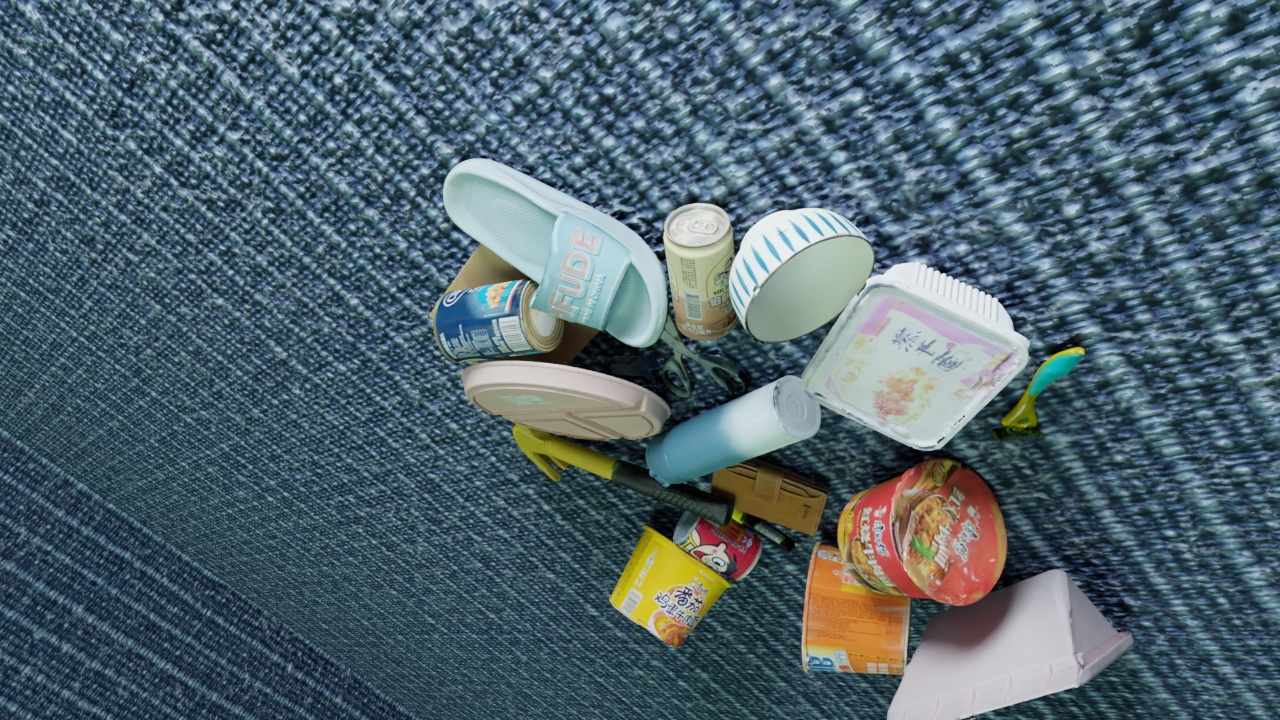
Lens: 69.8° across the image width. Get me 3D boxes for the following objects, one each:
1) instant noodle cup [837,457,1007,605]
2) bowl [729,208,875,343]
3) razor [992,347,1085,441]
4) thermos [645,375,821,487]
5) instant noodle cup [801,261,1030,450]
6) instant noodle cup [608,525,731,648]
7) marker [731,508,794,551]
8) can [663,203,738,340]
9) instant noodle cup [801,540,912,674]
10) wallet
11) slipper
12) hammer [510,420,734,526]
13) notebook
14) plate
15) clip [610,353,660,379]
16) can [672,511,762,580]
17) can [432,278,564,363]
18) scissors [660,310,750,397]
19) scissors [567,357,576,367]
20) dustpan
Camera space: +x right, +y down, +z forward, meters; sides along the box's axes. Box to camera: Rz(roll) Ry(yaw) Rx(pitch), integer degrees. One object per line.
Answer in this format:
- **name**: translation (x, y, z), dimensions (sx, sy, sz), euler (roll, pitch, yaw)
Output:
- **instant noodle cup**: translation (0.271, 0.173, 0.905), dimensions (0.138, 0.137, 0.109), euler (36, 153, -11)
- **bowl**: translation (0.119, -0.076, 0.728), dimensions (0.117, 0.116, 0.066), euler (95, 151, -52)
- **razor**: translation (0.334, 0.025, 0.759), dimensions (0.043, 0.028, 0.133), euler (1, 145, -2)
- **thermos**: translation (0.087, 0.077, 0.956), dimensions (0.070, 0.070, 0.221), euler (41, 142, -17)
- **instant noodle cup**: translation (0.226, -0.009, 0.763), dimensions (0.138, 0.060, 0.174), euler (26, 143, 4)
- **instant noodle cup**: translation (0.033, 0.297, 1.190), dimensions (0.138, 0.109, 0.138), euler (33, 170, 6)
- **marker**: translation (0.136, 0.198, 1.115), dimensions (0.124, 0.018, 0.015), euler (33, 146, -8)
- **can**: translation (0.054, -0.075, 0.798), dimensions (0.058, 0.058, 0.116), euler (13, 142, 21)
- **instant noodle cup**: translation (0.251, 0.289, 1.050), dimensions (0.111, 0.151, 0.151), euler (3, 138, 18)
- **wallet**: translation (0.144, 0.145, 1.037), dimensions (0.131, 0.035, 0.119), euler (18, 150, 15)
- **slipper**: translation (-0.081, -0.095, 0.830), dimensions (0.245, 0.074, 0.104), euler (33, 134, 5)
- **hammer**: translation (-0.028, 0.134, 1.112), dimensions (0.301, 0.032, 0.129), euler (18, 147, 25)
- **notebook**: translation (-0.117, -0.058, 0.946), dimensions (0.149, 0.012, 0.212), euler (37, 134, -10)
- **plate**: translation (-0.082, 0.049, 0.992), dimensions (0.229, 0.028, 0.230), euler (9, 163, 3)
- **clip**: translation (-0.007, 0.006, 0.976), dimensions (0.058, 0.041, 0.026), euler (-2, 136, 38)
- **can**: translation (0.096, 0.221, 1.129), dimensions (0.094, 0.066, 0.067), euler (34, 144, -8)
- **can**: translation (-0.139, -0.039, 0.912), dimensions (0.111, 0.075, 0.075), euler (-6, 133, 29)
- **scissors**: translation (0.039, -0.014, 0.913), dimensions (0.175, 0.014, 0.160), euler (25, 147, -1)
- **scissors**: translation (-0.146, -0.029, 1.008), dimensions (0.181, 0.019, 0.170), euler (10, 136, 15)
- **dustpan**: translation (0.390, 0.329, 0.932), dimensions (0.223, 0.272, 0.139), euler (-35, 93, 37)
